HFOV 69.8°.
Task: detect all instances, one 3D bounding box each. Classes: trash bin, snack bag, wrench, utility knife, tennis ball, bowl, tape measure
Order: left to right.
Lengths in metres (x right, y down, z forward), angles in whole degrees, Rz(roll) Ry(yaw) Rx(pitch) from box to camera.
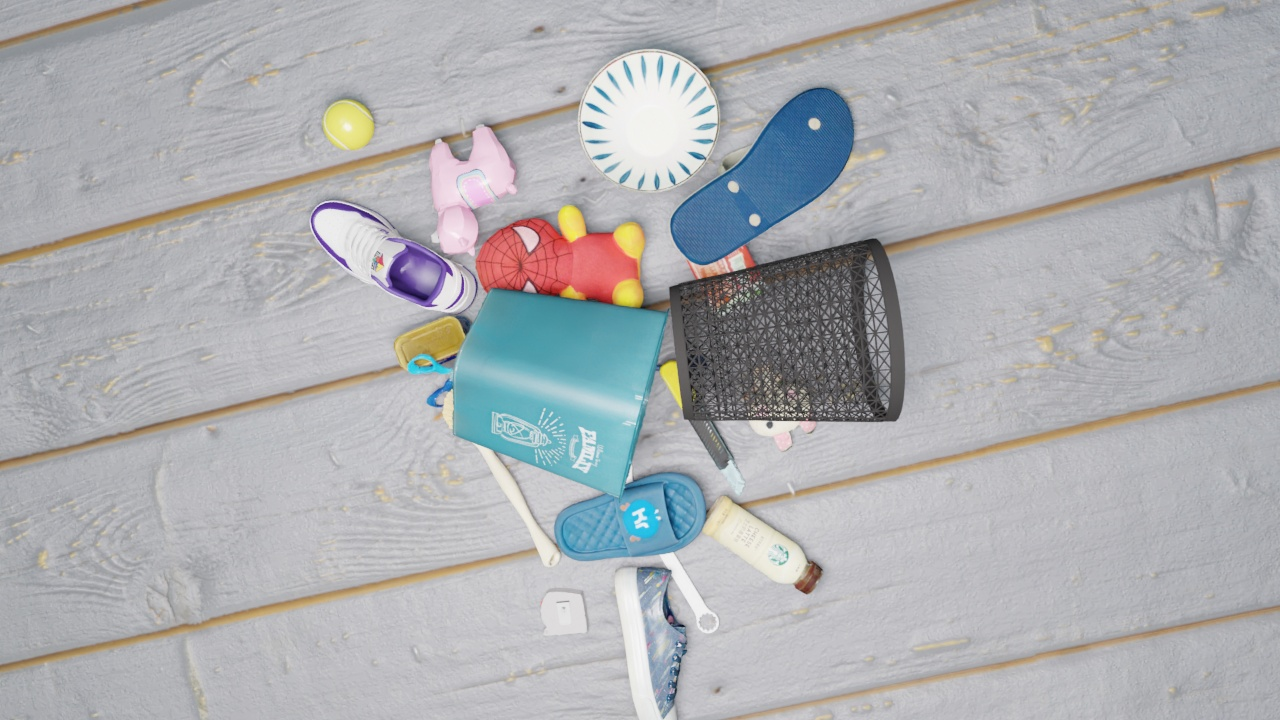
[{"bbox_3d":[-0.384,-0.309,1.206,0.065,0.065,0.065,0,92,5],"label":"tennis ball"},{"bbox_3d":[-0.097,0.028,1.103,0.218,0.198,0.197,14,136,2],"label":"trash bin"},{"bbox_3d":[-0.103,0.337,1.228,0.060,0.020,0.062,-6,91,5],"label":"tape measure"},{"bbox_3d":[0.013,-0.298,1.170,0.177,0.071,0.177,0,93,5],"label":"bowl"},{"bbox_3d":[0.026,0.242,1.219,0.047,0.009,0.273,-31,89,5],"label":"wrench"},{"bbox_3d":[0.084,0.090,1.198,0.029,0.020,0.203,-29,96,9],"label":"utility knife"},{"bbox_3d":[0.106,-0.122,1.185,0.077,0.036,0.116,-27,90,6],"label":"snack bag"},{"bbox_3d":[0.164,-0.022,1.090,0.243,0.217,0.217,-6,91,4],"label":"trash bin"}]

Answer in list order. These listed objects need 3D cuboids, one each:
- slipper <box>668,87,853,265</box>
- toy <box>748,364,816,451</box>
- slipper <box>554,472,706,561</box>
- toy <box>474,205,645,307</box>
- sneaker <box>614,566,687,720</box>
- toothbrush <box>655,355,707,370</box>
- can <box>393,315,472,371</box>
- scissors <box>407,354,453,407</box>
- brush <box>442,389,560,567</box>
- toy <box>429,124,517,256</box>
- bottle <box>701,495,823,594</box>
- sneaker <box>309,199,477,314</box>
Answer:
[{"bbox_3d":[0.155,-0.225,1.162,0.294,0.060,0.118,-40,93,-10],"label":"slipper"},{"bbox_3d":[0.179,0.061,1.183,0.087,0.050,0.112,-27,95,5],"label":"toy"},{"bbox_3d":[-0.015,0.213,1.185,0.214,0.059,0.104,-18,93,17],"label":"slipper"},{"bbox_3d":[-0.102,-0.119,1.173,0.216,0.099,0.147,2,82,4],"label":"toy"},{"bbox_3d":[0.026,0.380,1.186,0.079,0.087,0.235,-12,87,7],"label":"sneaker"},{"bbox_3d":[-0.007,0.007,1.210,0.190,0.016,0.017,-3,84,5],"label":"toothbrush"},{"bbox_3d":[-0.270,-0.022,1.210,0.100,0.059,0.054,-22,90,6],"label":"can"},{"bbox_3d":[-0.250,0.021,1.203,0.134,0.127,0.014,-59,44,37],"label":"scissors"},{"bbox_3d":[-0.179,0.154,1.213,0.061,0.077,0.272,-31,97,-31],"label":"brush"},{"bbox_3d":[-0.218,-0.215,1.177,0.123,0.067,0.157,-16,70,7],"label":"toy"},{"bbox_3d":[0.158,0.241,1.184,0.162,0.056,0.056,34,94,3],"label":"bottle"},{"bbox_3d":[-0.334,-0.133,1.185,0.244,0.111,0.092,27,94,3],"label":"sneaker"}]
